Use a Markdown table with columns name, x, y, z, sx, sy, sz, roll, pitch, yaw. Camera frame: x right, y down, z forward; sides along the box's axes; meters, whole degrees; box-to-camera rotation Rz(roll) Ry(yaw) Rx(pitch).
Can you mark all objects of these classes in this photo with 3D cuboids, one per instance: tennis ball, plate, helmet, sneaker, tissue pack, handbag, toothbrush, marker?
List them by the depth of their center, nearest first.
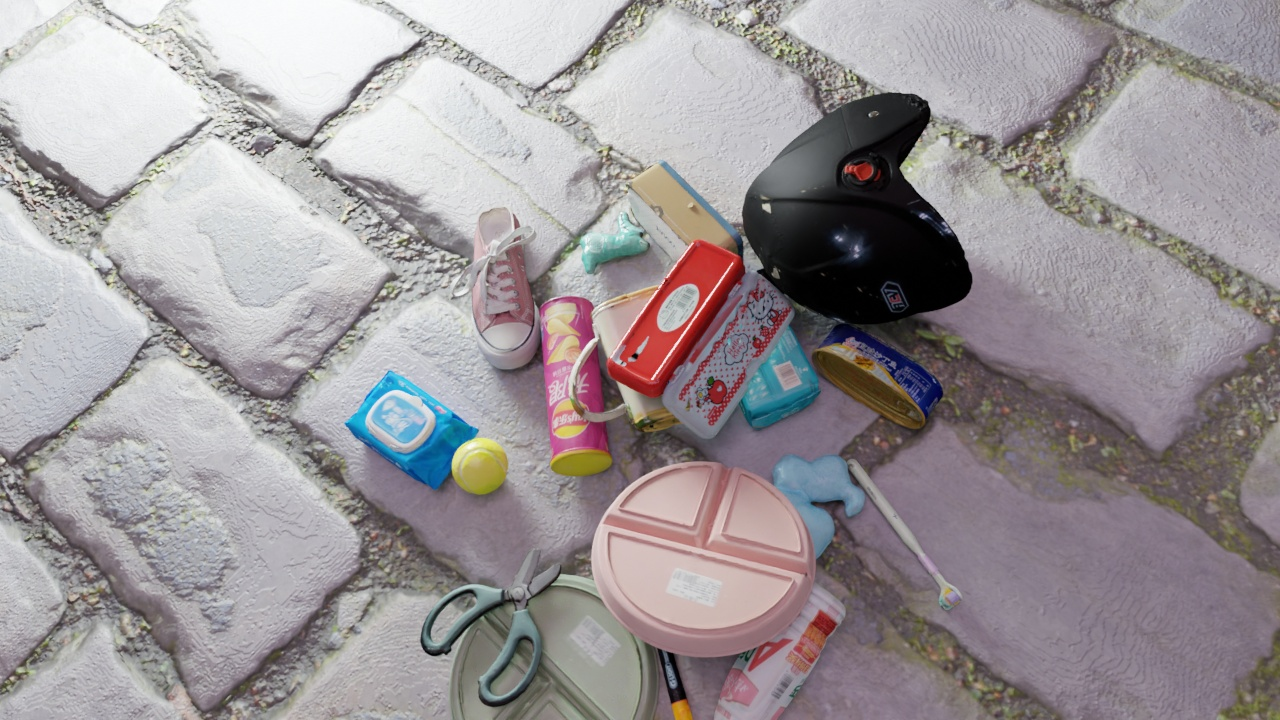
| name | x | y | z | sx | sy | sz | roll | pitch | yaw |
| --- | --- | --- | --- | --- | --- | --- | --- | --- | --- |
| plate | 0.064 | 0.191 | 0.936 | 0.229 | 0.028 | 0.229 | -2 | 46 | 1 |
| marker | 0.037 | 0.344 | 0.958 | 0.018 | 0.015 | 0.123 | -15 | 61 | -4 |
| plate | -0.095 | 0.339 | 0.973 | 0.230 | 0.027 | 0.229 | -3 | 64 | 6 |
| toothbrush | 0.283 | 0.183 | 0.998 | 0.020 | 0.029 | 0.189 | -4 | 52 | -42 |
| helmet | 0.249 | -0.152 | 1.047 | 0.230 | 0.233 | 0.274 | -30 | 47 | 6 |
| tennis ball | -0.187 | 0.123 | 1.070 | 0.065 | 0.065 | 0.065 | -3 | 64 | 7 |
| handbag | -0.006 | 0.006 | 1.076 | 0.178 | 0.063 | 0.163 | -15 | 69 | -19 |
| tissue pack | 0.146 | 0.006 | 1.087 | 0.093 | 0.050 | 0.133 | -22 | 63 | -2 |
| tissue pack | -0.279 | 0.082 | 1.111 | 0.157 | 0.052 | 0.094 | 31 | 72 | 21 |
| sneaker | -0.181 | -0.106 | 1.169 | 0.118 | 0.088 | 0.240 | -10 | 62 | 3 |

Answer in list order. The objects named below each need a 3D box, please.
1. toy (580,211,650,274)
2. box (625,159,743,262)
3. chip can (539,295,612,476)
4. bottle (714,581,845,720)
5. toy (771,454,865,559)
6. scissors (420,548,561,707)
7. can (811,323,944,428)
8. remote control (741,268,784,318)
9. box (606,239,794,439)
| name | x | y | z | sx | sy | sz | roll | pitch | yaw |
| --- | --- | --- | --- | --- | --- | --- | --- | --- | --- |
| toy | -0.035 | -0.156 | 1.206 | 0.092 | 0.030 | 0.096 | -9 | 56 | -2 |
| box | 0.059 | -0.166 | 1.164 | 0.063 | 0.090 | 0.184 | -38 | 67 | -12 |
| chip can | -0.080 | 0.028 | 1.097 | 0.071 | 0.071 | 0.210 | -9 | 63 | 4 |
| bottle | 0.131 | 0.316 | 0.932 | 0.068 | 0.068 | 0.196 | 32 | 77 | 21 |
| toy | 0.165 | 0.171 | 1.005 | 0.161 | 0.050 | 0.156 | 2 | 54 | 6 |
| scissors | -0.164 | 0.273 | 0.990 | 0.172 | 0.019 | 0.176 | 12 | 67 | 15 |
| can | 0.271 | 0.017 | 1.051 | 0.148 | 0.075 | 0.049 | 34 | 70 | 21 |
| remote control | 0.121 | -0.070 | 1.142 | 0.136 | 0.024 | 0.053 | -30 | 63 | -8 |
| box | 0.072 | -0.029 | 1.040 | 0.160 | 0.064 | 0.200 | 34 | 72 | 5 |
